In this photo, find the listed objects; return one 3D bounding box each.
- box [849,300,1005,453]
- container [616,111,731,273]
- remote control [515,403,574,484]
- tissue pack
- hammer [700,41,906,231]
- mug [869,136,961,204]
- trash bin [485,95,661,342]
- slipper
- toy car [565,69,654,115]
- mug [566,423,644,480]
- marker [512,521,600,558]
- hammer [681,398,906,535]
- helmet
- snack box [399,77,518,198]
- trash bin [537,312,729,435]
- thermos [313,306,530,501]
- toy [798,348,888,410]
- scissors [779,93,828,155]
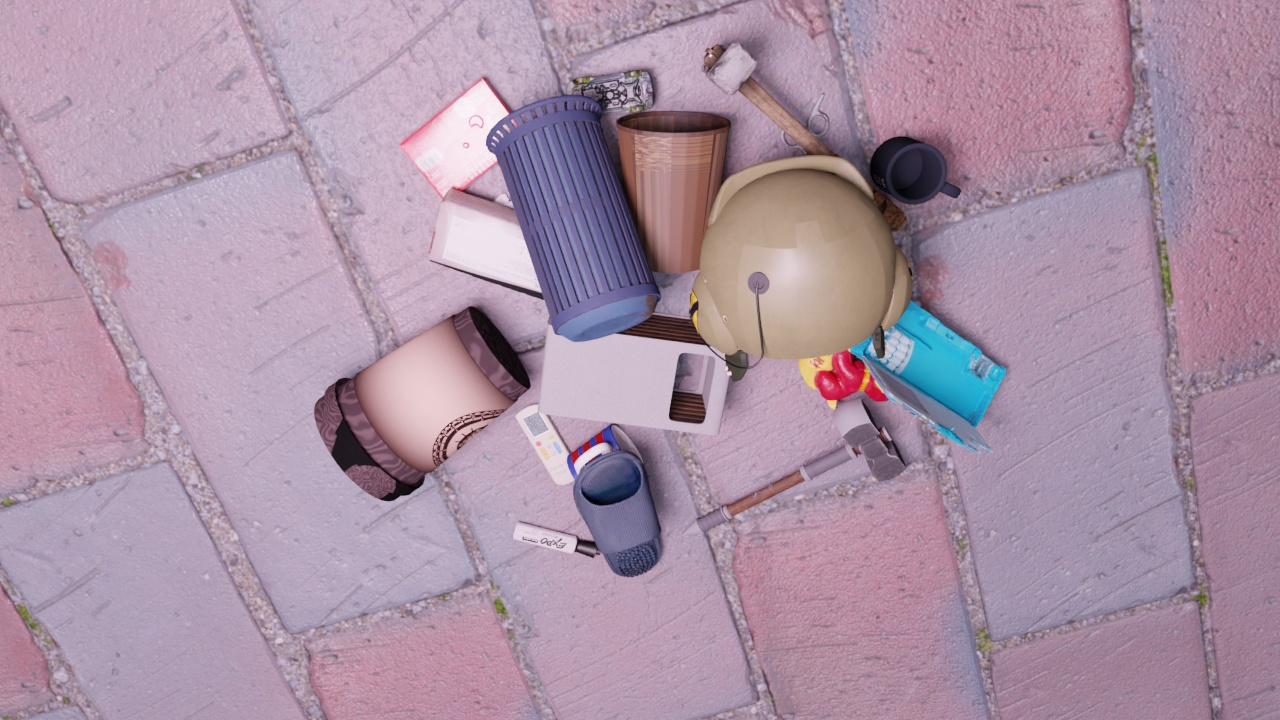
[{"bbox_3d":[0.364,0.031,1.153,0.227,0.172,0.084,29,147,-26],"label":"box"},{"bbox_3d":[0.037,-0.200,1.091,0.132,0.132,0.167,0,115,-1],"label":"container"},{"bbox_3d":[-0.126,0.115,1.256,0.038,0.018,0.125,-26,107,8],"label":"remote control"},{"bbox_3d":[-0.163,-0.148,1.143,0.181,0.071,0.104,19,123,-6],"label":"tissue pack"},{"bbox_3d":[0.196,-0.258,1.079,0.318,0.121,0.049,37,103,-17],"label":"hammer"},{"bbox_3d":[0.336,-0.223,1.107,0.105,0.077,0.071,23,108,-9],"label":"mug"},{"bbox_3d":[-0.072,-0.154,1.044,0.139,0.139,0.249,-20,82,6],"label":"trash bin"},{"bbox_3d":[-0.021,0.227,1.216,0.101,0.082,0.264,-17,134,-4],"label":"slipper"},{"bbox_3d":[-0.035,-0.318,1.093,0.105,0.033,0.048,-6,111,6],"label":"toy car"},{"bbox_3d":[-0.054,0.134,1.217,0.076,0.112,0.075,-36,70,11],"label":"mug"},{"bbox_3d":[-0.117,0.257,1.303,0.126,0.025,0.025,15,109,-6],"label":"marker"},{"bbox_3d":[0.193,0.171,1.258,0.323,0.043,0.156,-30,131,18],"label":"hammer"},{"bbox_3d":[0.174,-0.112,1.037,0.250,0.255,0.233,-9,118,2],"label":"helmet"},{"bbox_3d":[-0.214,-0.267,1.115,0.133,0.021,0.089,-35,107,11],"label":"snack box"},{"bbox_3d":[-0.007,0.007,1.166,0.229,0.114,0.115,7,109,-3],"label":"trash bin"},{"bbox_3d":[-0.267,0.048,1.158,0.226,0.172,0.173,-35,107,5],"label":"thermos"},{"bbox_3d":[0.273,0.018,1.204,0.137,0.067,0.106,20,111,0],"label":"toy"},{"bbox_3d":[0.222,-0.239,1.134,0.090,0.014,0.171,-28,105,10],"label":"scissors"}]
